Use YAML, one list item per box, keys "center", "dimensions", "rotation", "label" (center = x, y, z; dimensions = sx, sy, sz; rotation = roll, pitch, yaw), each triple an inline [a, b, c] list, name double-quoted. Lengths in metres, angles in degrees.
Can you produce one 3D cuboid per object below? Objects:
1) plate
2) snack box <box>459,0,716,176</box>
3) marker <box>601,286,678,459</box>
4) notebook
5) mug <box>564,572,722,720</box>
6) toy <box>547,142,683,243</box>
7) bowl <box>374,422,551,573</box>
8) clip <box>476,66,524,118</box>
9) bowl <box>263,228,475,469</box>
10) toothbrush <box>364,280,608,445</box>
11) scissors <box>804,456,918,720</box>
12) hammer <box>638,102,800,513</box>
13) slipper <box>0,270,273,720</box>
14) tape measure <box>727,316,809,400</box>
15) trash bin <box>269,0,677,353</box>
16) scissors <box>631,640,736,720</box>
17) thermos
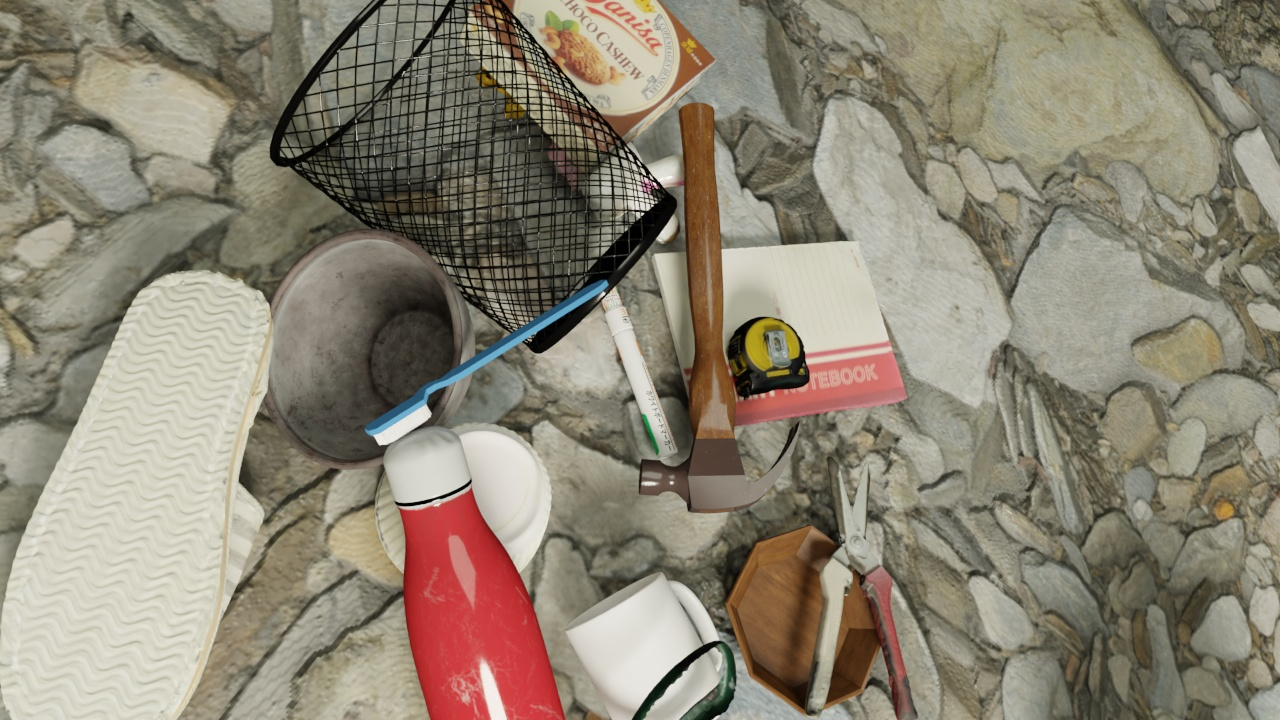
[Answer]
- center: [0.117, 0.190, 0.674]
  dimensions: [0.131, 0.025, 0.131]
  rotation: [8, 68, -21]
  label: "plate"
- center: [-0.038, -0.241, 0.712]
  dimensions: [0.143, 0.041, 0.146]
  rotation: [46, 62, -4]
  label: "snack box"
- center: [-0.004, 0.004, 0.695]
  dimensions: [0.017, 0.017, 0.145]
  rotation: [-14, 78, -28]
  label: "marker"
- center: [0.120, -0.025, 0.765]
  dimensions: [0.208, 0.012, 0.153]
  rotation: [-7, 74, -26]
  label: "notebook"
- center: [0.014, 0.192, 0.608]
  dimensions: [0.110, 0.074, 0.090]
  rotation: [-21, 79, -55]
  label: "mug"
- center: [-0.017, -0.146, 0.735]
  dimensions: [0.122, 0.038, 0.079]
  rotation: [21, 73, -18]
  label: "toy"
- center: [-0.107, 0.089, 0.590]
  dimensions: [0.115, 0.063, 0.115]
  rotation: [9, 67, -21]
  label: "bowl"
- center: [-0.103, -0.225, 0.729]
  dimensions: [0.046, 0.037, 0.052]
  rotation: [30, 63, -20]
  label: "clip"
- center: [-0.160, -0.004, 0.578]
  dimensions: [0.145, 0.067, 0.145]
  rotation: [-2, 83, 20]
  label: "bowl"
- center: [-0.082, -0.002, 0.525]
  dimensions: [0.166, 0.016, 0.014]
  rotation: [-34, 112, -25]
  label: "toothbrush"
- center: [0.159, 0.176, 0.673]
  dimensions: [0.178, 0.015, 0.187]
  rotation: [-39, 88, -31]
  label: "scissors"
- center: [0.052, -0.047, 0.692]
  dimensions: [0.115, 0.033, 0.322]
  rotation: [-1, 73, -4]
  label: "hammer"
- center: [-0.275, 0.078, 0.523]
  dimensions: [0.114, 0.054, 0.272]
  rotation: [11, 71, -16]
  label: "slipper"
- center: [0.100, -0.005, 0.721]
  dimensions: [0.061, 0.034, 0.061]
  rotation: [-11, 75, -27]
  label: "tape measure"
- center: [-0.099, -0.127, 0.616]
  dimensions: [0.210, 0.185, 0.183]
  rotation: [43, 60, -11]
  label: "trash bin"
- center: [0.003, 0.243, 0.529]
  dimensions: [0.206, 0.015, 0.179]
  rotation: [2, 97, -30]
  label: "scissors"
- center: [-0.094, 0.153, 0.520]
  dimensions: [0.073, 0.073, 0.240]
  rotation: [-19, 101, -29]
  label: "thermos"
